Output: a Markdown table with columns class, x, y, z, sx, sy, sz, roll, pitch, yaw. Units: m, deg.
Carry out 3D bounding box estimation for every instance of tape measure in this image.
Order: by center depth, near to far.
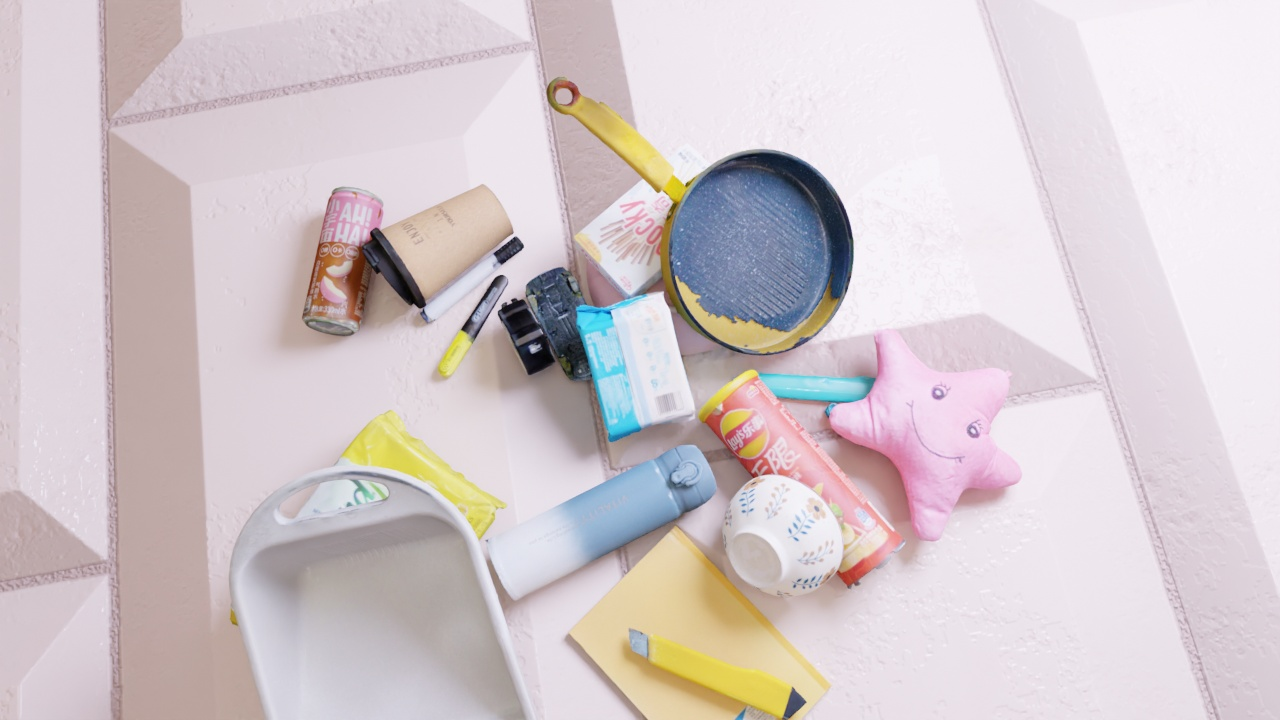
| class | x | y | z | sx | sy | sz | roll | pitch | yaw |
| --- | --- | --- | --- | --- | --- | --- | --- | --- | --- |
| tape measure | -0.112 | -0.020 | 0.917 | 0.033 | 0.066 | 0.065 | -26 | 48 | -8 |

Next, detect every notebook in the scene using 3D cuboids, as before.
| class | x | y | z | sx | sy | sz | roll | pitch | yaw |
| --- | --- | --- | --- | --- | --- | --- | --- | --- | --- |
| notebook | 0.054 | 0.278 | 0.856 | 0.145 | 0.010 | 0.206 | -44 | 77 | -9 |

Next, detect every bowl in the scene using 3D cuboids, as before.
| class | x | y | z | sx | sy | sz | roll | pitch | yaw |
| --- | --- | --- | --- | --- | --- | --- | --- | --- | --- |
| bowl | 0.118 | 0.166 | 0.824 | 0.113 | 0.114 | 0.062 | 47 | 42 | 13 |

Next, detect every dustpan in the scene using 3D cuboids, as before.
| class | x | y | z | sx | sy | sz | roll | pitch | yaw |
| --- | --- | --- | --- | --- | --- | --- | --- | --- | --- |
| dustpan | -0.220 | 0.223 | 0.750 | 0.222 | 0.143 | 0.257 | -12 | 75 | 0 |

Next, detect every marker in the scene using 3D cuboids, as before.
| class | x | y | z | sx | sy | sz | roll | pitch | yaw |
| --- | --- | --- | --- | --- | --- | --- | --- | --- | --- |
| marker | -0.173 | -0.037 | 0.951 | 0.018 | 0.015 | 0.124 | 28 | 77 | 7 |
| marker | -0.176 | -0.084 | 0.962 | 0.130 | 0.022 | 0.018 | -40 | 70 | -5 |

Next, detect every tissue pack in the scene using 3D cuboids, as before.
| class | x | y | z | sx | sy | sz | roll | pitch | yaw |
| --- | --- | --- | --- | --- | --- | --- | --- | --- | --- |
| tissue pack | -0.005 | 0.005 | 0.888 | 0.090 | 0.063 | 0.140 | -15 | 104 | 0 |

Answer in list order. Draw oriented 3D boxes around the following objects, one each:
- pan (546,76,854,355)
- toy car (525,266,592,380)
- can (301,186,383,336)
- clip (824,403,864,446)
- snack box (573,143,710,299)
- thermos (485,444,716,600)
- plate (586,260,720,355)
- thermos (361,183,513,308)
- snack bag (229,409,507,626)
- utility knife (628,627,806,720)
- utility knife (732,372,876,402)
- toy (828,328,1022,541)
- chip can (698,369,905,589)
| class | x | y | z | sx | sy | sz | roll | pitch | yaw |
| --- | --- | --- | --- | --- | --- | --- | --- | --- | --- |
| pan | 0.056 | -0.143 | 0.855 | 0.357 | 0.078 | 0.197 | 32 | 83 | -19 |
| toy car | -0.073 | -0.037 | 0.936 | 0.054 | 0.037 | 0.120 | -27 | 85 | -5 |
| can | -0.308 | -0.102 | 0.953 | 0.058 | 0.058 | 0.147 | 6 | 75 | 4 |
| clip | 0.205 | 0.064 | 0.902 | 0.057 | 0.046 | 0.014 | 43 | 79 | 12 |
| snack box | 0.019 | -0.139 | 0.921 | 0.156 | 0.027 | 0.084 | -41 | 77 | -9 |
| thermos | -0.035 | 0.148 | 0.866 | 0.220 | 0.070 | 0.070 | -26 | 75 | -3 |
| plate | 0.039 | -0.102 | 0.945 | 0.192 | 0.039 | 0.192 | -1 | 74 | 3 |
| thermos | -0.206 | -0.120 | 0.941 | 0.143 | 0.093 | 0.093 | -34 | 76 | -14 |
| snack bag | -0.253 | 0.188 | 0.866 | 0.158 | 0.068 | 0.246 | 33 | 79 | 10 |
| utility knife | 0.067 | 0.284 | 0.839 | 0.173 | 0.015 | 0.033 | 20 | 71 | 9 |
| utility knife | 0.172 | 0.026 | 0.917 | 0.160 | 0.013 | 0.029 | 4 | 72 | 7 |
| toy | 0.278 | 0.053 | 0.870 | 0.178 | 0.075 | 0.194 | -34 | 83 | -13 |
| chip can | 0.151 | 0.109 | 0.865 | 0.073 | 0.073 | 0.216 | -40 | 77 | -8 |
